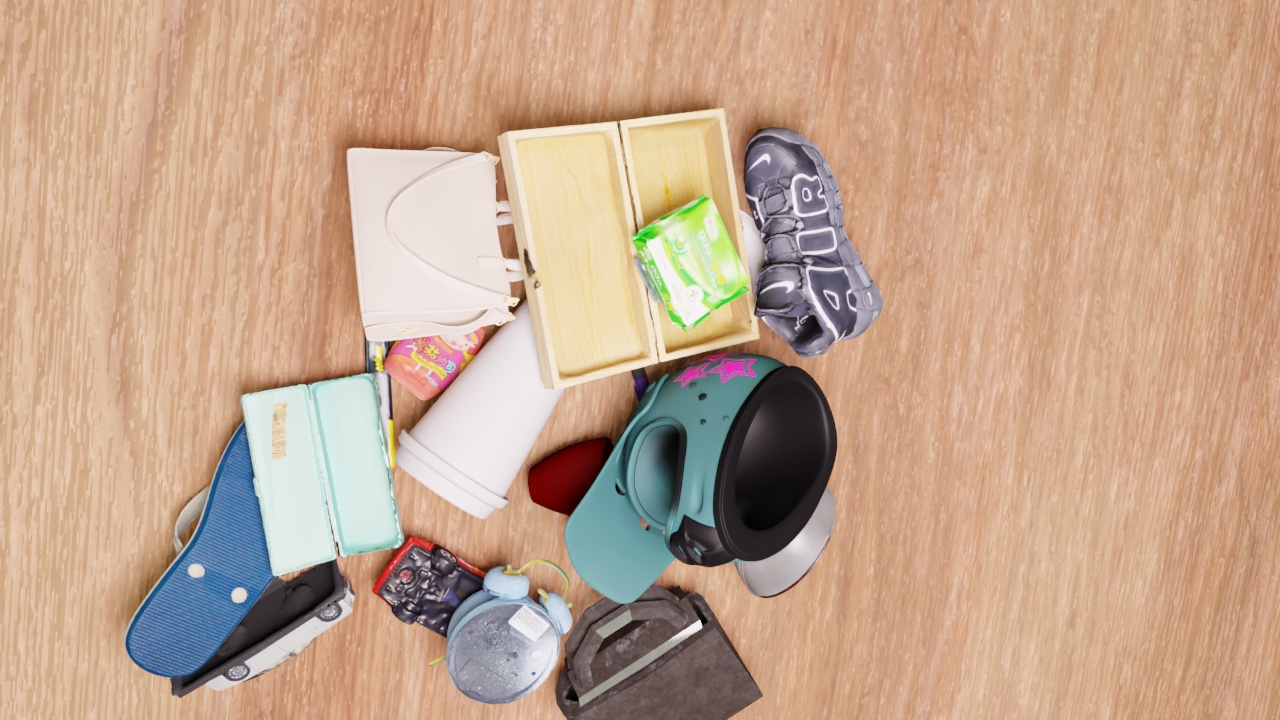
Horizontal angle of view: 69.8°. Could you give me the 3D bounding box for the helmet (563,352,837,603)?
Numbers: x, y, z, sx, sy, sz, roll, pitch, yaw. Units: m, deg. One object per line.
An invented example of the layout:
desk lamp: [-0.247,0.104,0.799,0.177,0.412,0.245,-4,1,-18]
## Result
helmet: [0.058,0.111,0.917,0.176,0.201,0.273,56,49,-21]

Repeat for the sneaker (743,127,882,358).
sneaker: [0.152,-0.108,0.959,0.150,0.097,0.252,-44,113,-43]

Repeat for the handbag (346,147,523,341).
handbag: [-0.181,-0.121,0.912,0.197,0.101,0.194,-6,74,-14]

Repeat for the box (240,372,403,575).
box: [-0.323,0.114,0.937,0.138,0.052,0.187,-9,93,-19]

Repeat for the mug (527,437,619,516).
mug: [-0.072,0.141,1.000,0.088,0.087,0.114,-7,127,8]

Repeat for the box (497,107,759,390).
box: [-0.005,-0.118,0.933,0.252,0.068,0.247,-15,98,-33]

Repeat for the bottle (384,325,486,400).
bottle: [-0.202,-0.025,0.960,0.134,0.048,0.071,-48,121,-4]

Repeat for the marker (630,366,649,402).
marker: [-0.006,0.006,1.018,0.018,0.015,0.134,-24,101,-27]

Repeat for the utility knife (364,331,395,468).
utility knife: [-0.278,0.033,0.972,0.028,0.020,0.172,-3,96,-14]

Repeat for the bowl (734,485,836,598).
bowl: [0.151,0.190,1.037,0.150,0.057,0.151,-17,121,-32]

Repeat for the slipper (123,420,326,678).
slipper: [-0.412,0.178,0.938,0.118,0.060,0.294,35,72,-23]

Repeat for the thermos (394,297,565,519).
thermos: [-0.143,0.041,0.950,0.131,0.131,0.221,36,82,-13]

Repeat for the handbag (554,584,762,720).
handbag: [-0.001,0.334,1.017,0.197,0.102,0.199,-31,118,-6]

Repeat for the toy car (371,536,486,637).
toy car: [-0.193,0.264,0.998,0.189,0.056,0.081,37,91,-23]

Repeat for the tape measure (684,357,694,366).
tape measure: [0.068,0.036,1.033,0.062,0.020,0.060,24,92,-12]

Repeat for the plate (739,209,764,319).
plate: [0.078,-0.098,1.021,0.157,0.014,0.157,-1,97,-11]

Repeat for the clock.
clock: [-0.136,0.282,0.963,0.162,0.060,0.118,-48,116,-4]

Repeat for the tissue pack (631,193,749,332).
tissue pack: [0.051,-0.098,0.923,0.099,0.034,0.114,-35,109,-24]

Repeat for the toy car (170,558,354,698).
toy car: [-0.385,0.279,0.960,0.191,0.094,0.071,-32,132,-6]
